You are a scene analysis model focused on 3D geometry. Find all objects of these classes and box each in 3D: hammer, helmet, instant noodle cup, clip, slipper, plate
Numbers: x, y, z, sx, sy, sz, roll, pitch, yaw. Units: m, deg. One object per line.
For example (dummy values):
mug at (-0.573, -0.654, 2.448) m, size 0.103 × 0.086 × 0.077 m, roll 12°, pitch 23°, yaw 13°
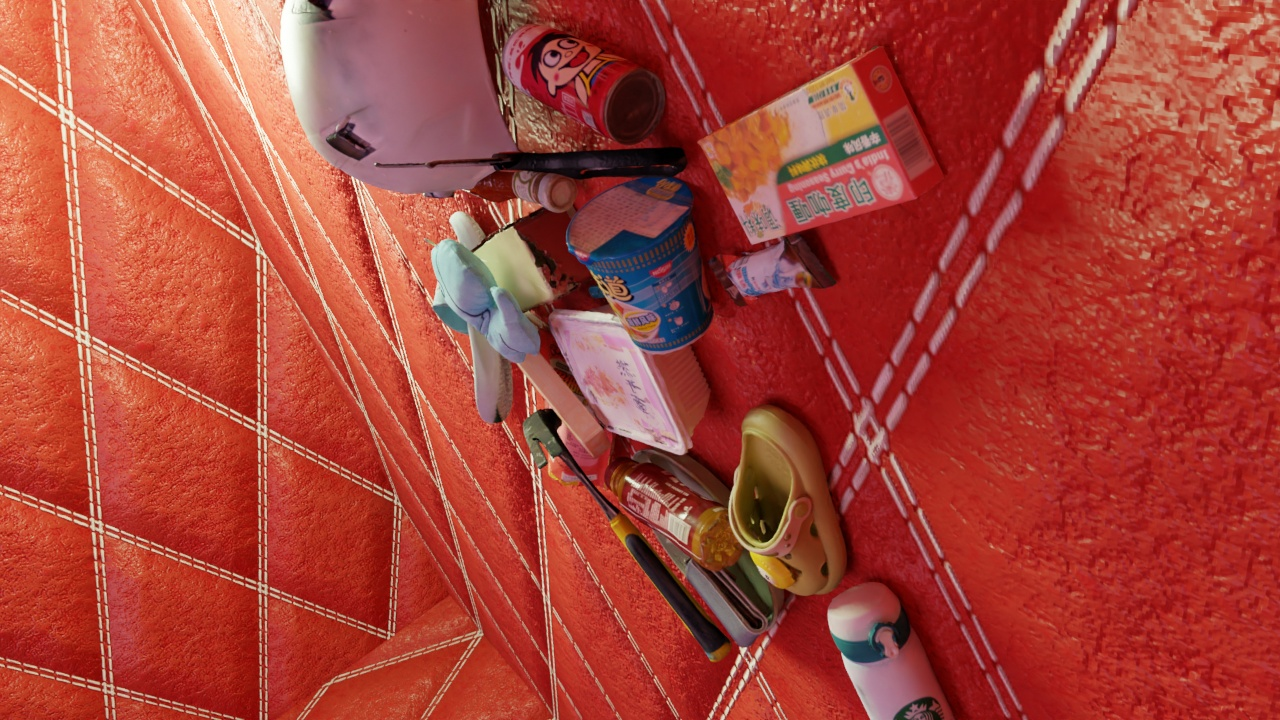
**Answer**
hammer at (-0.015, 0.183, 0.964) m, size 0.323 × 0.032 × 0.126 m, roll 51°, pitch -176°, yaw 1°
helmet at (-0.224, -0.244, 0.778) m, size 0.259 × 0.145 × 0.229 m, roll 19°, pitch 120°, yaw 53°
instant noodle cup at (-0.005, 0.005, 0.848) m, size 0.174 × 0.060 × 0.138 m, roll 9°, pitch 128°, yaw 58°
clip at (-0.026, -0.068, 0.847) m, size 0.057 × 0.046 × 0.014 m, roll 9°, pitch 128°, yaw 59°
slipper at (-0.192, -0.046, 1.036) m, size 0.104 × 0.074 × 0.245 m, roll 80°, pitch 180°, yaw -75°
slipper at (0.109, 0.125, 0.758) m, size 0.092 × 0.081 × 0.191 m, roll 30°, pitch 143°, yaw 50°
instant noodle cup at (0.008, -0.067, 0.699) m, size 0.099 × 0.099 × 0.110 m, roll 32°, pitch 155°, yaw 45°
plate at (0.070, 0.186, 0.975) m, size 0.230 × 0.027 × 0.231 m, roll 43°, pitch 154°, yaw 27°

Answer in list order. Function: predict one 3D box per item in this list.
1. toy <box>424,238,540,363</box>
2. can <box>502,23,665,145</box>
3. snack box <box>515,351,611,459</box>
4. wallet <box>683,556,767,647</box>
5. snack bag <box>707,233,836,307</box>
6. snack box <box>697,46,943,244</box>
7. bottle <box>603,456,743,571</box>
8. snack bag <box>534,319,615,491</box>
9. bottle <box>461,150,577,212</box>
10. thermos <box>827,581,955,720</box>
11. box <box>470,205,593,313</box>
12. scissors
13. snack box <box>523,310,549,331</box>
toy at (-0.159, -0.063, 0.901) m, size 0.156 × 0.049 × 0.162 m, roll 58°, pitch 159°, yaw -5°
can at (-0.044, -0.202, 0.664) m, size 0.133 × 0.053 × 0.053 m, roll 37°, pitch 150°, yaw 38°
snack box at (-0.092, 0.031, 0.963) m, size 0.157 × 0.026 × 0.084 m, roll 49°, pitch 172°, yaw 17°
wallet at (0.085, 0.235, 0.924) m, size 0.106 × 0.037 × 0.130 m, roll 49°, pitch 167°, yaw 18°
snack bag at (0.087, -0.061, 0.626) m, size 0.048 × 0.026 × 0.104 m, roll 51°, pitch 160°, yaw -17°
snack box at (0.097, -0.117, 0.531) m, size 0.077 × 0.027 × 0.156 m, roll 60°, pitch 157°, yaw -11°
bottle at (0.027, 0.142, 0.893) m, size 0.175 × 0.057 × 0.057 m, roll 26°, pitch 142°, yaw 50°
snack bag at (-0.072, 0.058, 1.050) m, size 0.128 × 0.073 × 0.208 m, roll 37°, pitch 143°, yaw 29°
bottle at (-0.128, -0.176, 0.858) m, size 0.206 × 0.059 × 0.060 m, roll 28°, pitch 144°, yaw 47°
thermos at (0.221, 0.286, 0.759) m, size 0.073 × 0.073 × 0.224 m, roll 4°, pitch 124°, yaw 62°
box at (-0.111, -0.093, 0.905) m, size 0.091 × 0.077 × 0.169 m, roll 61°, pitch 157°, yaw -9°
scissors at (-0.074, -0.142, 0.668) m, size 0.221 × 0.229 × 0.022 m, roll 3°, pitch 103°, yaw 21°
snack box at (-0.149, -0.032, 1.122) m, size 0.157 × 0.026 × 0.085 m, roll 36°, pitch 149°, yaw 39°
